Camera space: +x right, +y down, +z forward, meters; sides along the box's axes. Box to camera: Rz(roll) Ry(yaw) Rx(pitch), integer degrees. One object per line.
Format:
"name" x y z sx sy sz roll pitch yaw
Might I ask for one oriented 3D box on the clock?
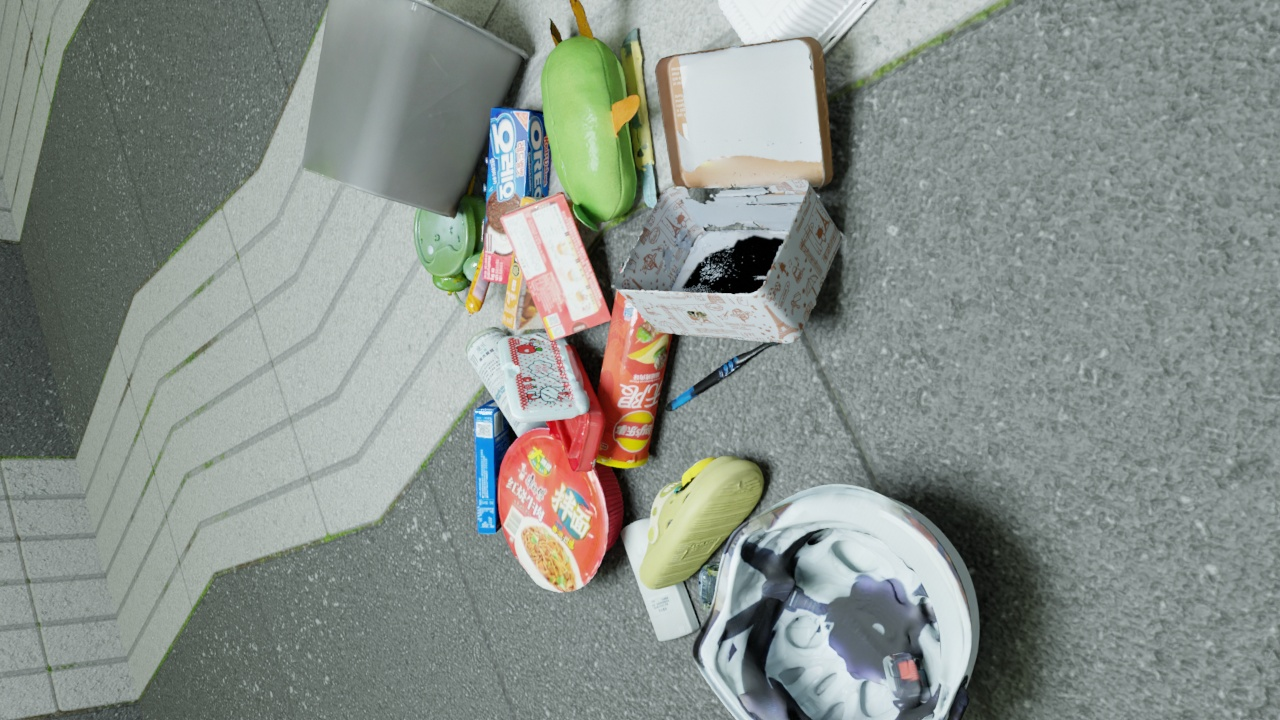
"clock" -0.236 -0.150 1.190 0.116 0.056 0.161 -14 86 43

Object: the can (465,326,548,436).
"can" -0.160 0.029 1.141 0.146 0.058 0.058 53 127 25

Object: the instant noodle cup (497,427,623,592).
"instant noodle cup" -0.087 0.172 1.087 0.194 0.065 0.194 5 98 42

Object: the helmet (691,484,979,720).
"helmet" 0.186 0.227 0.790 0.229 0.145 0.259 33 107 34

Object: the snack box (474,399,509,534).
"snack box" -0.187 0.132 1.164 0.026 0.084 0.157 0 96 5

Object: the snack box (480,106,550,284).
"snack box" -0.148 -0.195 1.096 0.058 0.057 0.207 11 103 25

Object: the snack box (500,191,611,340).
"snack box" -0.093 -0.104 1.024 0.075 0.025 0.153 -20 108 3

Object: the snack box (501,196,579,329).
"snack box" -0.115 -0.112 1.070 0.026 0.075 0.154 26 112 40

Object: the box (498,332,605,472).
"box" -0.108 0.036 1.010 0.201 0.101 0.095 -119 40 -62

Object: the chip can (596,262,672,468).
"chip can" -0.006 0.006 0.989 0.073 0.073 0.217 25 111 38

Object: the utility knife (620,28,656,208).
"utility knife" 0.001 -0.258 0.991 0.031 0.020 0.195 -8 94 49

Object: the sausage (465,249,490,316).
"sausage" -0.186 -0.132 1.136 0.021 0.021 0.165 7 77 42

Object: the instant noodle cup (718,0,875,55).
"instant noodle cup" 0.138 -0.349 0.820 0.174 0.060 0.138 -44 66 38

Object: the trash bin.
"trash bin" -0.280 -0.302 1.088 0.199 0.198 0.220 25 100 37

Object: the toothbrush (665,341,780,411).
"toothbrush" 0.085 0.010 0.944 0.190 0.016 0.014 -36 63 40

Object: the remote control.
"remote control" 0.021 0.243 1.028 0.056 0.019 0.135 -32 74 40

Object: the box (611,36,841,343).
"box" 0.087 -0.152 0.852 0.179 0.130 0.272 8 91 42

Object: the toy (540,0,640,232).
"toy" -0.057 -0.262 0.987 0.227 0.089 0.247 -169 68 -68

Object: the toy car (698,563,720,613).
"toy car" 0.106 0.247 0.941 0.121 0.036 0.054 11 104 51

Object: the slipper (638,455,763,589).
"slipper" 0.047 0.159 0.949 0.081 0.091 0.191 52 127 31
